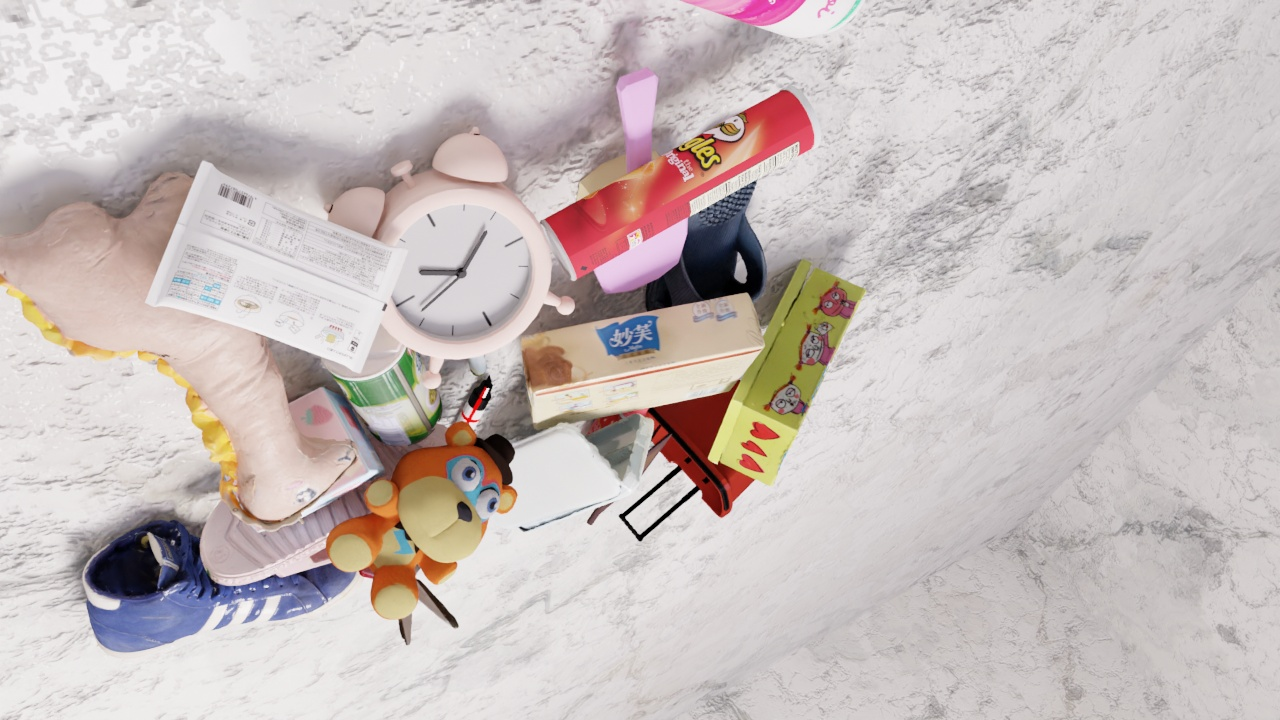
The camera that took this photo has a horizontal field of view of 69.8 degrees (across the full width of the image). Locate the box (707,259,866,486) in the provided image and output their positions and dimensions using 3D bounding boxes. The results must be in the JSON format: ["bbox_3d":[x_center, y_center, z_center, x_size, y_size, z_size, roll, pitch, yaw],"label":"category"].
[{"bbox_3d":[0.156,0.013,0.982,0.220,0.083,0.125,-56,167,-33],"label":"box"}]

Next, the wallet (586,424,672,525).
[{"bbox_3d":[-0.011,0.123,0.995,0.092,0.018,0.115,-57,172,27],"label":"wallet"}]

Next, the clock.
[{"bbox_3d":[-0.137,-0.075,0.665,0.131,0.086,0.160,-30,131,-7],"label":"clock"}]

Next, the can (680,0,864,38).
[{"bbox_3d":[0.072,-0.263,0.585,0.165,0.088,0.088,-3,138,-43],"label":"can"}]

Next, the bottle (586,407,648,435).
[{"bbox_3d":[-0.029,0.088,1.035,0.061,0.062,0.138,-7,142,-39],"label":"bottle"}]

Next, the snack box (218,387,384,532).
[{"bbox_3d":[-0.269,0.079,0.732,0.094,0.079,0.093,-29,178,-10],"label":"snack box"}]

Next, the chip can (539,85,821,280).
[{"bbox_3d":[0.030,-0.133,0.684,0.214,0.051,0.052,-30,151,-7],"label":"chip can"}]

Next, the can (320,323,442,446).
[{"bbox_3d":[-0.206,0.014,0.742,0.067,0.067,0.121,-27,151,-12],"label":"can"}]

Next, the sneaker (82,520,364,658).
[{"bbox_3d":[-0.367,0.180,0.814,0.232,0.091,0.119,-11,142,-21],"label":"sneaker"}]

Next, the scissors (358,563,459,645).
[{"bbox_3d":[-0.235,0.173,0.859,0.178,0.196,0.015,-63,175,-57],"label":"scissors"}]

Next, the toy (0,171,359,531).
[{"bbox_3d":[-0.299,0.013,0.592,0.195,0.065,0.265,-17,125,-21],"label":"toy"}]

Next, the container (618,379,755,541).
[{"bbox_3d":[0.058,0.118,1.081,0.200,0.148,0.127,-37,156,-12],"label":"container"}]

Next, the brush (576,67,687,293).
[{"bbox_3d":[-0.008,-0.143,0.730,0.089,0.043,0.229,-25,150,-15],"label":"brush"}]

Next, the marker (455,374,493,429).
[{"bbox_3d":[-0.173,0.066,0.900,0.019,0.019,0.146,-4,139,-42],"label":"marker"}]

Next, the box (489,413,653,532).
[{"bbox_3d":[-0.079,0.103,0.950,0.212,0.130,0.105,-22,-153,41],"label":"box"}]

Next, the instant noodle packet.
[{"bbox_3d":[-0.216,-0.053,0.562,0.134,0.026,0.087,23,86,-38],"label":"instant noodle packet"}]

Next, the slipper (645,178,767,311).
[{"bbox_3d":[0.070,-0.088,0.853,0.101,0.082,0.264,-20,147,-20],"label":"slipper"}]

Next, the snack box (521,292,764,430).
[{"bbox_3d":[-0.005,0.005,0.850,0.207,0.055,0.153,-11,165,-8],"label":"snack box"}]

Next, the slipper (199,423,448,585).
[{"bbox_3d":[-0.271,0.131,0.826,0.238,0.094,0.065,-24,145,-29],"label":"slipper"}]

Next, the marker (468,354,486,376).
[{"bbox_3d":[-0.145,-0.033,0.785,0.017,0.017,0.147,-23,150,-19],"label":"marker"}]

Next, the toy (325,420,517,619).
[{"bbox_3d":[-0.178,0.127,0.779,0.175,0.096,0.112,-51,122,-34],"label":"toy"}]
